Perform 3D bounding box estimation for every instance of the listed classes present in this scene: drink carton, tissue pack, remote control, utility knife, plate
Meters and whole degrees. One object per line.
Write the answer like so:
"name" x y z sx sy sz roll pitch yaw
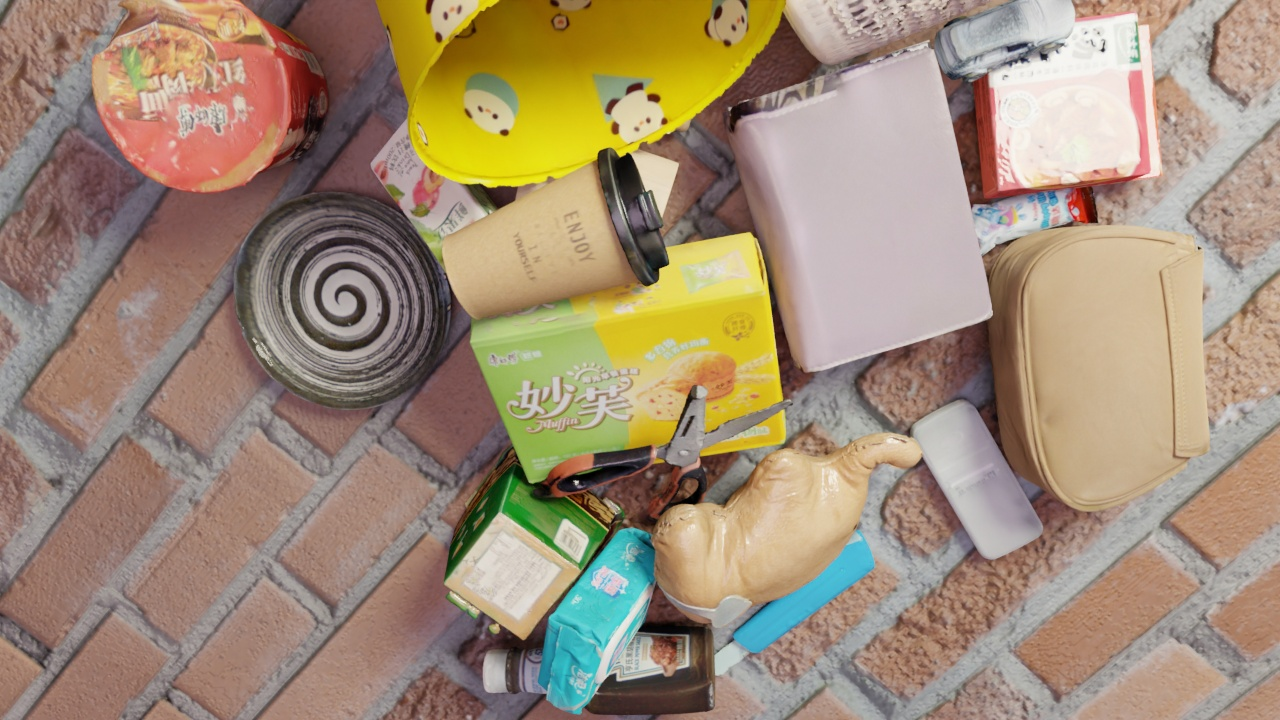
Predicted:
"drink carton" -0.145 -0.118 0.681 0.054 0.045 0.122 -45 66 14
"tissue pack" -0.028 0.204 0.734 0.050 0.133 0.093 26 129 16
"remote control" 0.272 0.097 0.743 0.056 0.020 0.136 -31 101 12
"utility knife" 0.124 0.214 0.786 0.187 0.018 0.034 -42 86 13
"plate" -0.239 -0.048 0.743 0.179 0.024 0.179 2 105 6

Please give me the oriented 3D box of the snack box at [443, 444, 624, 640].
"snack box" -0.091 0.150 0.741 0.118 0.105 0.118 36 103 -6

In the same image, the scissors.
"scissors" 0.021 0.076 0.687 0.227 0.015 0.189 -19 146 21

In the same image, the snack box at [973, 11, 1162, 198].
"snack box" 0.306 -0.179 0.645 0.127 0.044 0.113 -6 91 6

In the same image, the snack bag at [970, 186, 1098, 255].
"snack bag" 0.286 -0.109 0.686 0.105 0.026 0.045 -17 109 9

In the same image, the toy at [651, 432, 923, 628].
"toy" 0.116 0.127 0.724 0.226 0.082 0.143 -28 139 -4

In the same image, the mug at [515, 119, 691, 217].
"mug" -0.027 -0.143 0.678 0.103 0.084 0.124 18 86 -2

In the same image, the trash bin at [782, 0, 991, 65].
"trash bin" 0.165 -0.296 0.564 0.192 0.227 0.227 -26 101 23

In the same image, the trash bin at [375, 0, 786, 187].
"trash bin" -0.070 -0.273 0.549 0.230 0.229 0.255 -25 79 10

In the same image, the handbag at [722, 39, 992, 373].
"handbag" 0.152 -0.105 0.656 0.145 0.098 0.197 -19 101 -7

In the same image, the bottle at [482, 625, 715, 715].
"bottle" -0.035 0.262 0.779 0.195 0.079 0.044 -3 118 6

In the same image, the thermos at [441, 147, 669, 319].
"thermos" -0.053 -0.078 0.602 0.143 0.093 0.093 -18 102 11

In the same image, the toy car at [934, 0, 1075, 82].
"toy car" 0.244 -0.220 0.613 0.090 0.034 0.043 -18 84 6

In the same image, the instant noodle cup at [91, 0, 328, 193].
"instant noodle cup" -0.297 -0.192 0.665 0.138 0.108 0.138 1 104 4

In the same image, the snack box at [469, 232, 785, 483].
"snack box" -0.004 0.004 0.683 0.210 0.069 0.158 -10 132 6

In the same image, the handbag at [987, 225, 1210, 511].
"handbag" 0.335 0.000 0.678 0.148 0.099 0.204 -10 104 -1
